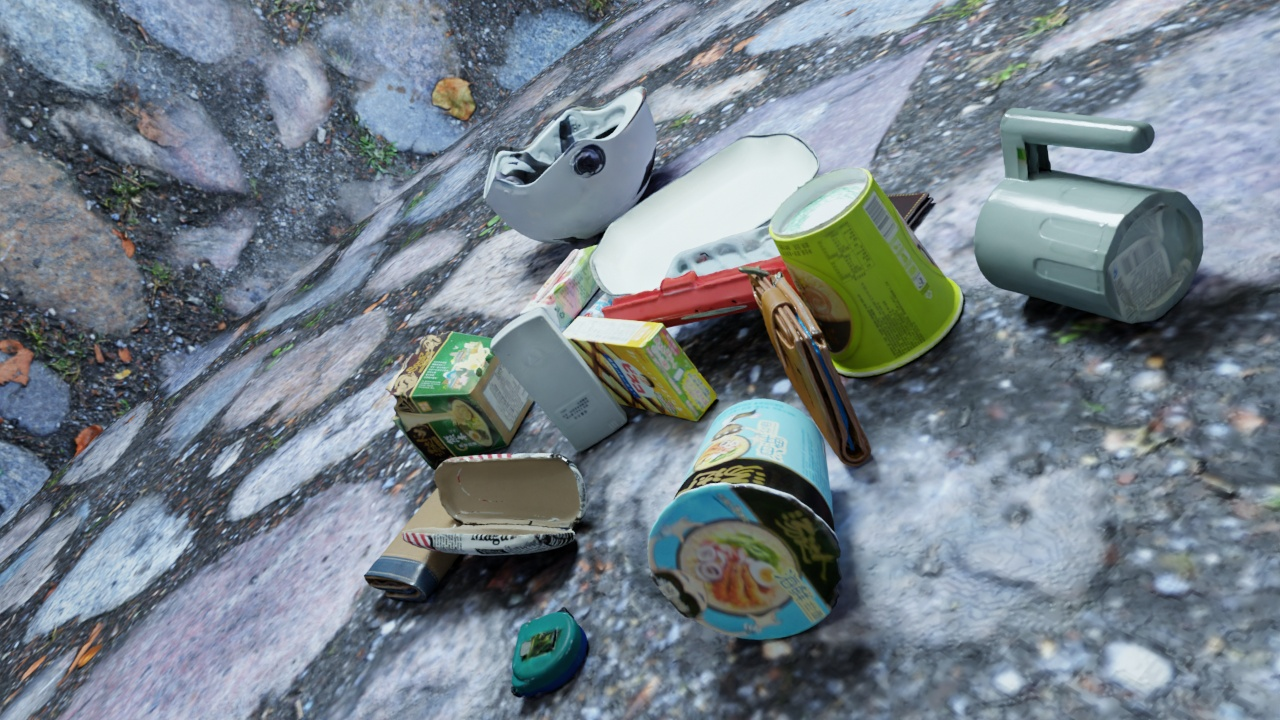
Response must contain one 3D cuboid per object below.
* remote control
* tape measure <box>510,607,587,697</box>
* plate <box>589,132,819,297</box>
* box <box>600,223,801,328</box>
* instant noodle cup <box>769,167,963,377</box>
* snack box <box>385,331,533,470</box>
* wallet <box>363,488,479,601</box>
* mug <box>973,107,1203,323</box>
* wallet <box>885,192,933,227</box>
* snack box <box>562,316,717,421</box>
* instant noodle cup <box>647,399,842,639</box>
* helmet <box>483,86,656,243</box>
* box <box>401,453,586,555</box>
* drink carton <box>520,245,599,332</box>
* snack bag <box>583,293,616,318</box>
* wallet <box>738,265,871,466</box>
[{"bbox_3d":[-0.070,0.018,0.801,0.056,0.135,0.019,-33,24,11],"label":"remote control"},{"bbox_3d":[-0.063,0.196,0.623,0.055,0.025,0.058,-29,27,20],"label":"tape measure"},{"bbox_3d":[0.069,-0.148,0.982,0.266,0.034,0.162,-33,40,4],"label":"plate"},{"bbox_3d":[0.076,-0.071,0.811,0.202,0.069,0.157,-11,20,43],"label":"box"},{"bbox_3d":[0.156,-0.070,0.669,0.112,0.123,0.111,-30,26,16],"label":"instant noodle cup"},{"bbox_3d":[-0.177,0.039,0.954,0.106,0.117,0.118,-3,43,32],"label":"snack box"},{"bbox_3d":[-0.190,0.163,0.836,0.090,0.033,0.115,-7,38,43],"label":"wallet"},{"bbox_3d":[0.270,-0.090,0.562,0.083,0.124,0.103,-24,25,-14],"label":"mug"},{"bbox_3d":[0.189,-0.106,0.810,0.122,0.020,0.096,-49,31,-23],"label":"wallet"},{"bbox_3d":[-0.005,0.005,0.795,0.033,0.087,0.141,-49,28,-22],"label":"snack box"},{"bbox_3d":[0.068,0.085,0.555,0.111,0.111,0.120,-25,21,25],"label":"instant noodle cup"},{"bbox_3d":[-0.080,-0.249,1.249,0.258,0.146,0.229,-28,27,1],"label":"helmet"},{"bbox_3d":[-0.123,0.123,0.748,0.162,0.075,0.086,-4,15,32],"label":"box"},{"bbox_3d":[-0.088,-0.086,1.103,0.054,0.045,0.122,-8,38,48],"label":"drink carton"},{"bbox_3d":[-0.032,-0.061,1.012,0.105,0.026,0.045,-48,24,-25],"label":"snack bag"},{"bbox_3d":[0.112,-0.007,0.628,0.035,0.119,0.130,-28,26,6],"label":"wallet"}]
